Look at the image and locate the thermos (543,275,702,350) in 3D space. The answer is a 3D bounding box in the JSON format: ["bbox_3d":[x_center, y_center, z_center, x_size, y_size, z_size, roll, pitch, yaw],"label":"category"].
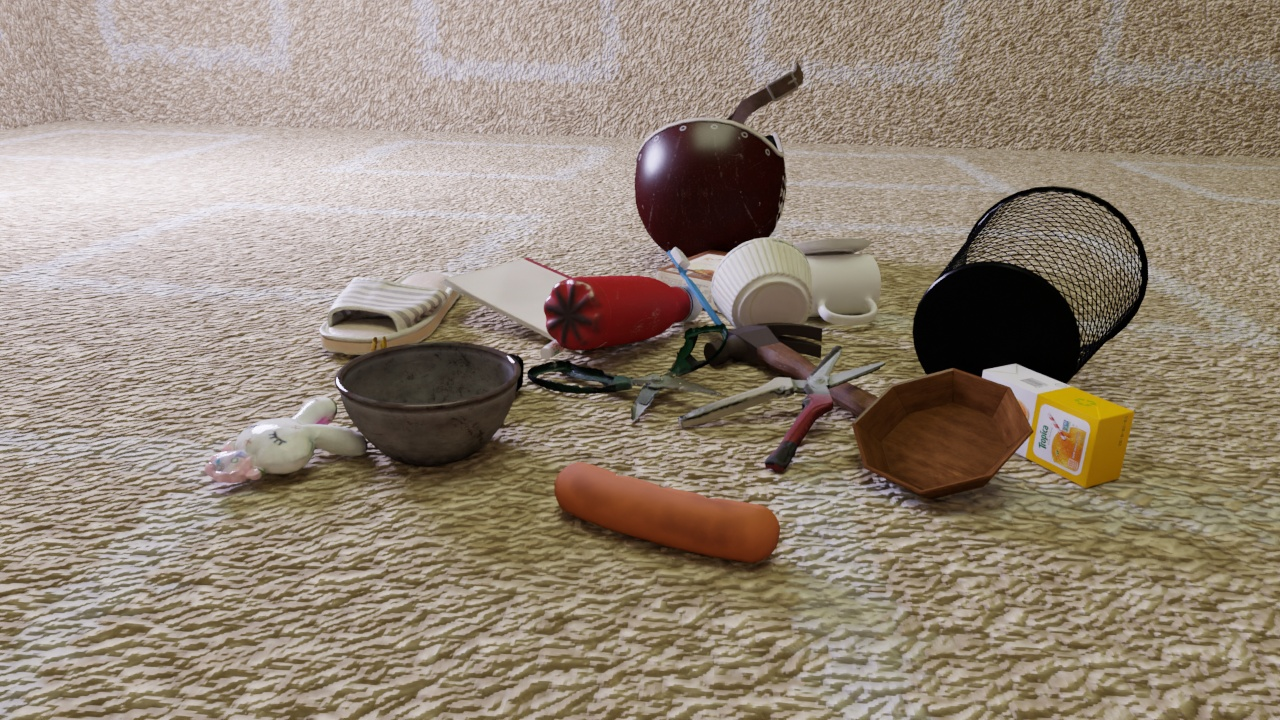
[{"bbox_3d":[-0.005,-0.056,0.995,0.073,0.073,0.239,15,13,32],"label":"thermos"}]

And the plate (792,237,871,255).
[{"bbox_3d":[0.219,-0.133,1.141,0.134,0.011,0.134,-5,-3,0],"label":"plate"}]

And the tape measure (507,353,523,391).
[{"bbox_3d":[-0.141,0.015,0.862,0.061,0.034,0.061,-1,18,-4],"label":"tape measure"}]

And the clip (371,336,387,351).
[{"bbox_3d":[-0.249,0.003,0.883,0.046,0.048,0.054,39,10,-18],"label":"clip"}]

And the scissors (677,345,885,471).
[{"bbox_3d":[0.124,0.037,0.802,0.179,0.015,0.198,-2,30,14],"label":"scissors"}]

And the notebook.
[{"bbox_3d":[-0.103,-0.070,1.076,0.209,0.012,0.152,26,29,27],"label":"notebook"}]

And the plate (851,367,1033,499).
[{"bbox_3d":[0.234,0.060,0.714,0.131,0.025,0.131,-16,36,12],"label":"plate"}]

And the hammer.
[{"bbox_3d":[0.184,0.027,0.855,0.115,0.033,0.323,-13,25,-24],"label":"hammer"}]

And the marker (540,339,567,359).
[{"bbox_3d":[-0.064,-0.031,0.983,0.017,0.017,0.145,11,25,24],"label":"marker"}]

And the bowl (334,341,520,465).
[{"bbox_3d":[-0.170,0.039,0.746,0.145,0.067,0.144,1,20,-1],"label":"bowl"}]

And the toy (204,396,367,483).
[{"bbox_3d":[-0.278,0.065,0.715,0.079,0.038,0.122,24,32,32],"label":"toy"}]

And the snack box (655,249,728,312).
[{"bbox_3d":[0.116,-0.101,1.182,0.143,0.041,0.146,14,24,30],"label":"snack box"}]

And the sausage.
[{"bbox_3d":[0.013,0.103,0.624,0.164,0.039,0.044,11,19,24],"label":"sausage"}]

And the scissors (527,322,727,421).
[{"bbox_3d":[-0.005,0.005,0.894,0.205,0.015,0.201,5,27,20],"label":"scissors"}]

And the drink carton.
[{"bbox_3d":[0.334,0.050,0.758,0.040,0.059,0.122,-9,23,-26],"label":"drink carton"}]

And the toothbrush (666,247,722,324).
[{"bbox_3d":[0.072,-0.073,1.041,0.016,0.014,0.166,20,31,-46],"label":"toothbrush"}]

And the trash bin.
[{"bbox_3d":[0.372,-0.056,0.893,0.184,0.184,0.209,15,30,32],"label":"trash bin"}]

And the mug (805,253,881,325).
[{"bbox_3d":[0.238,-0.080,1.101,0.090,0.074,0.110,-4,41,-14],"label":"mug"}]

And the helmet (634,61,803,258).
[{"bbox_3d":[0.111,-0.265,1.329,0.234,0.234,0.252,1,38,15],"label":"helmet"}]

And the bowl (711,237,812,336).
[{"bbox_3d":[0.141,-0.071,1.017,0.115,0.115,0.062,-1,35,-7],"label":"bowl"}]

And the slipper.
[{"bbox_3d":[-0.280,-0.068,1.061,0.114,0.054,0.272,9,20,7],"label":"slipper"}]
